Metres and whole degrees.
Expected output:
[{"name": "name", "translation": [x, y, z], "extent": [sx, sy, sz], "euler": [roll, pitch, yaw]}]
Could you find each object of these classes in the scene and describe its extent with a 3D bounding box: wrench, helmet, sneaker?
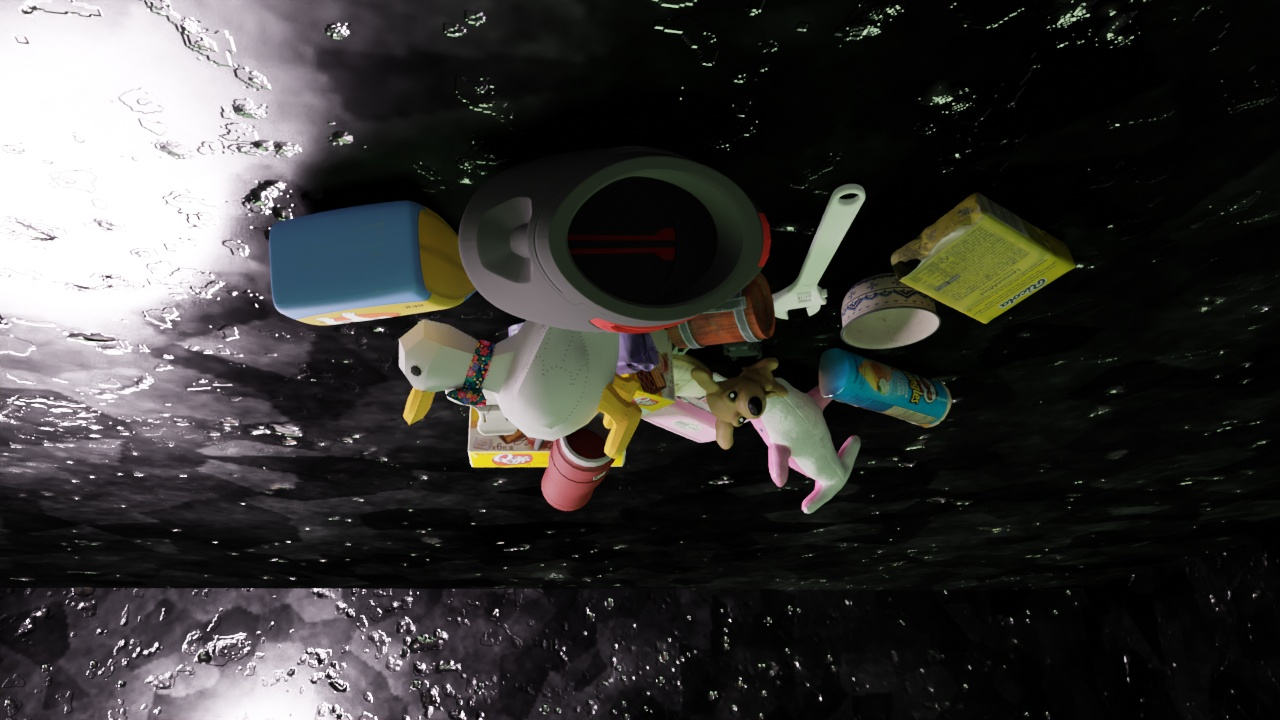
[{"name": "wrench", "translation": [0.199, -0.114, 1.027], "extent": [0.066, 0.018, 0.274], "euler": [0, 156, -4]}, {"name": "helmet", "translation": [-0.031, -0.108, 0.839], "extent": [0.264, 0.164, 0.170], "euler": [-2, -174, -14]}, {"name": "sneaker", "translation": [-0.011, 0.042, 1.262], "extent": [0.241, 0.102, 0.089], "euler": [6, 156, -17]}]

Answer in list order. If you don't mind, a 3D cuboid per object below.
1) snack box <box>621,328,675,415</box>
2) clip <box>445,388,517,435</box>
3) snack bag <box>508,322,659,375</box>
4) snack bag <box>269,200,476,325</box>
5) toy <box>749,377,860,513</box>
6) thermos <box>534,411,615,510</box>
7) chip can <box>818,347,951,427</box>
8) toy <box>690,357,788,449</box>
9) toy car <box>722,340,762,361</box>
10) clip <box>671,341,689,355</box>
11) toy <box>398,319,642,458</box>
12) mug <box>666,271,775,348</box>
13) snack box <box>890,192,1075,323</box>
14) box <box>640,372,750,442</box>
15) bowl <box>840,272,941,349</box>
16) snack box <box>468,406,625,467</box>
[{"name": "snack box", "translation": [-0.007, 0.007, 1.179], "extent": [0.083, 0.105, 0.061], "euler": [18, 148, -39]}, {"name": "clip", "translation": [-0.206, 0.035, 1.289], "extent": [0.126, 0.091, 0.152], "euler": [-1, 144, 2]}, {"name": "snack bag", "translation": [-0.071, -0.016, 1.136], "extent": [0.206, 0.096, 0.058], "euler": [-14, 160, 26]}, {"name": "snack bag", "translation": [-0.264, -0.089, 0.966], "extent": [0.159, 0.102, 0.205], "euler": [-7, 173, 11]}, {"name": "toy", "translation": [0.233, 0.110, 1.407], "extent": [0.128, 0.186, 0.265], "euler": [17, 153, 53]}, {"name": "thermos", "translation": [-0.094, 0.132, 1.252], "extent": [0.108, 0.083, 0.199], "euler": [35, 150, 5]}, {"name": "chip can", "translation": [0.350, 0.042, 1.331], "extent": [0.229, 0.079, 0.080], "euler": [16, 151, -34]}, {"name": "toy", "translation": [0.143, 0.044, 1.269], "extent": [0.108, 0.134, 0.106], "euler": [-34, -154, -25]}, {"name": "toy car", "translation": [0.134, -0.022, 1.210], "extent": [0.046, 0.034, 0.112], "euler": [-5, 172, 13]}, {"name": "clip", "translation": [0.060, -0.029, 1.208], "extent": [0.035, 0.023, 0.075], "euler": [4, 158, -16]}, {"name": "toy", "translation": [-0.123, 0.005, 1.007], "extent": [0.267, 0.140, 0.247], "euler": [27, 110, -14]}, {"name": "mug", "translation": [0.084, -0.056, 1.062], "extent": [0.111, 0.081, 0.117], "euler": [-10, 174, 27]}, {"name": "snack box", "translation": [0.369, -0.110, 0.997], "extent": [0.180, 0.045, 0.122], "euler": [17, 138, -35]}, {"name": "box", "translation": [0.100, 0.079, 1.435], "extent": [0.155, 0.044, 0.201], "euler": [-18, 152, 32]}, {"name": "bowl", "translation": [0.295, -0.063, 1.097], "extent": [0.115, 0.059, 0.116], "euler": [-2, 157, -1]}, {"name": "snack box", "translation": [-0.139, 0.099, 1.376], "extent": [0.230, 0.109, 0.062], "euler": [0, 151, -4]}]
